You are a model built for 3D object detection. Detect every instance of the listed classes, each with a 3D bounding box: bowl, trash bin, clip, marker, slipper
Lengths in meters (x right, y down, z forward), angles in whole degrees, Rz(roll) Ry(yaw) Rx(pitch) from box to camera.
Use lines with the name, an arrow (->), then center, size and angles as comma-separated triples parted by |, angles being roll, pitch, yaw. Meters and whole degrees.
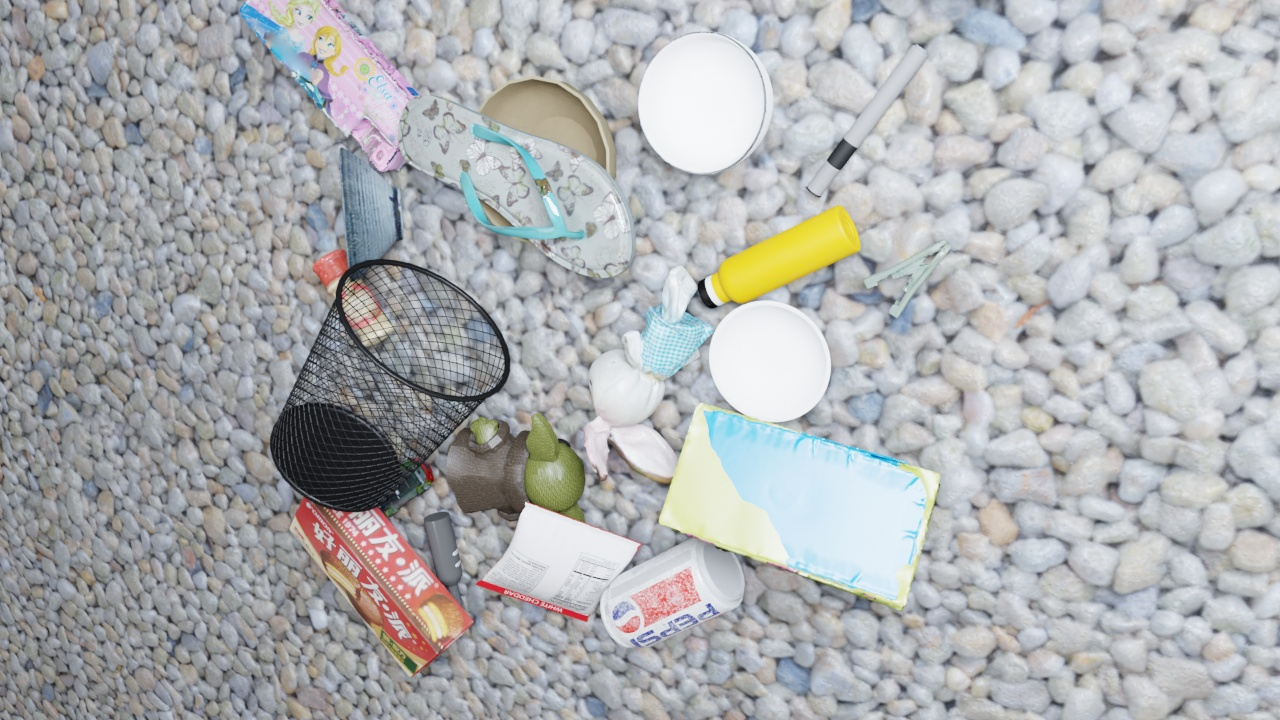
bowl -> 0.061, -0.217, 0.777 | 0.113, 0.063, 0.113 | 7, 108, 24
bowl -> 0.121, -0.003, 0.824 | 0.110, 0.040, 0.110 | 7, 108, 23
trash bin -> -0.267, 0.036, 0.937 | 0.184, 0.183, 0.211 | 45, 119, 7
clip -> 0.228, -0.074, 0.764 | 0.059, 0.023, 0.076 | 48, 121, 4
marker -> 0.184, -0.194, 0.752 | 0.016, 0.016, 0.141 | 41, 117, 9
bowl -> -0.276, -0.150, 0.947 | 0.057, 0.137, 0.137 | -4, 107, -15
slipper -> -0.119, -0.165, 0.825 | 0.269, 0.054, 0.098 | 34, 114, 14
bowl -> -0.086, -0.187, 0.862 | 0.152, 0.050, 0.152 | 7, 108, 23

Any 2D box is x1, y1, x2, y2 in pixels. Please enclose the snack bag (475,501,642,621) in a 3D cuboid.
snack bag -> -0.087, 0.217, 0.961 | 0.130, 0.039, 0.144 | 22, 125, -13

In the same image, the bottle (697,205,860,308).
bottle -> 0.117, -0.085, 0.801 | 0.144, 0.043, 0.043 | -24, 94, 29

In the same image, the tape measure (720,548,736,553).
tape measure -> 0.108, 0.153, 0.878 | 0.066, 0.037, 0.064 | 0, 105, 23

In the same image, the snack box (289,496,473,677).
snack box -> -0.306, 0.250, 1.073 | 0.236, 0.060, 0.113 | 49, 138, 5

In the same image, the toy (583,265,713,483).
toy -> -0.005, 0.005, 0.862 | 0.106, 0.130, 0.205 | 27, 104, 38

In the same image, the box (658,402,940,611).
box -> 0.140, 0.127, 0.806 | 0.221, 0.081, 0.124 | 14, 80, 16

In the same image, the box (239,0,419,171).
box -> -0.311, -0.301, 0.933 | 0.230, 0.053, 0.085 | 49, 119, 6

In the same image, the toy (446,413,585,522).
toy -> -0.130, 0.116, 0.955 | 0.153, 0.078, 0.179 | 2, 130, 20

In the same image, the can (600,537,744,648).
can -> 0.031, 0.232, 0.915 | 0.136, 0.078, 0.078 | -34, 89, 29

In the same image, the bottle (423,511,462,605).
bottle -> -0.224, 0.233, 1.063 | 0.030, 0.030, 0.113 | -4, 103, 26

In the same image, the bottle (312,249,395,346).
bottle -> -0.315, -0.068, 1.010 | 0.044, 0.044, 0.109 | -32, 91, 29

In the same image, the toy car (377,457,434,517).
toy car -> -0.274, 0.145, 1.057 | 0.091, 0.036, 0.042 | -38, 87, 30
